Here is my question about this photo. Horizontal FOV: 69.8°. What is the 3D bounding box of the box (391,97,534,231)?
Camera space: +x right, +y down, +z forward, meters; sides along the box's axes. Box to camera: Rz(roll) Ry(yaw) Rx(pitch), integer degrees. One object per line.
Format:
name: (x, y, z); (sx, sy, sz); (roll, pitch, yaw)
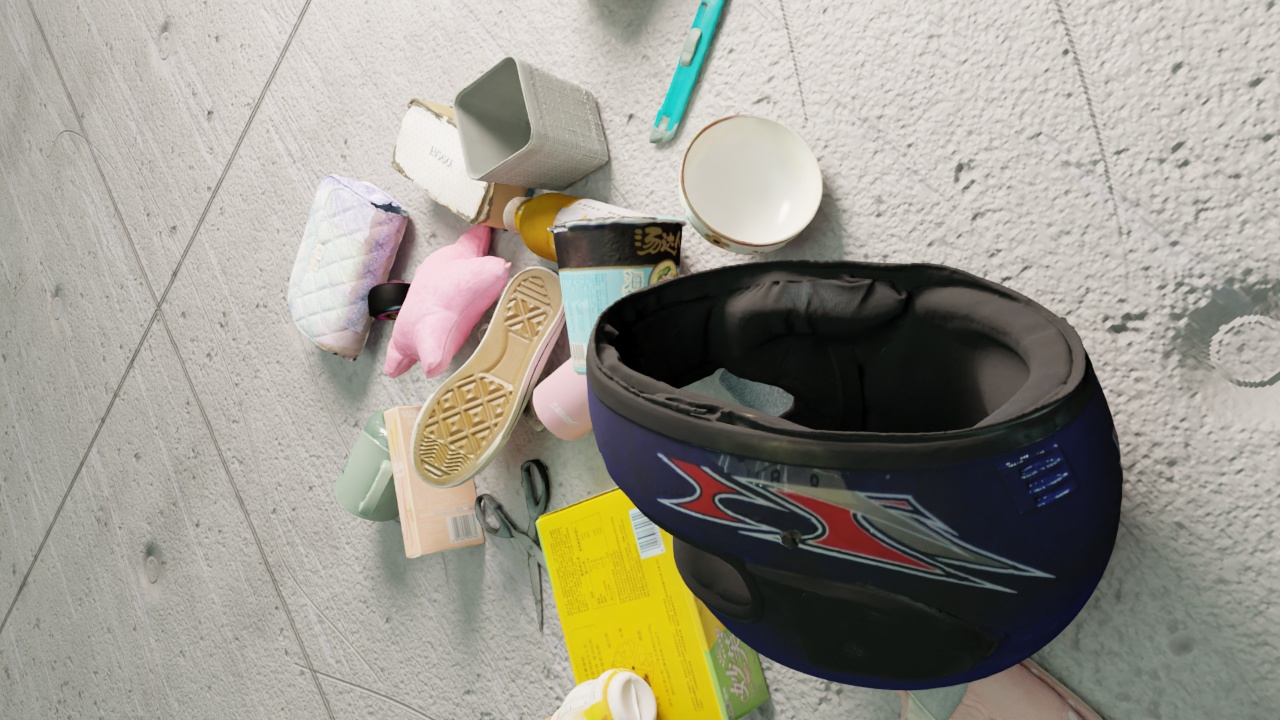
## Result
box: (-0.183, -0.205, 0.966); (0.184, 0.063, 0.090); (38, 114, 30)

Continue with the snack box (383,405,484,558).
snack box: (-0.220, 0.125, 0.978); (0.026, 0.084, 0.157); (-21, 77, 40)

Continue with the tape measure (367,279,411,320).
tape measure: (-0.281, -0.069, 1.044); (0.058, 0.057, 0.039); (-15, 80, 46)

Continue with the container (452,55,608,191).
container: (-0.099, -0.215, 0.864); (0.090, 0.114, 0.090); (-21, 77, 36)

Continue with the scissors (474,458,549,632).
scissors: (-0.111, 0.184, 0.939); (0.181, 0.014, 0.159); (29, 109, 32)

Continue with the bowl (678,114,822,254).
bowl: (0.083, -0.134, 0.740); (0.062, 0.113, 0.113); (116, 140, -74)

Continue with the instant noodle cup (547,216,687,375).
instant noodle cup: (-0.015, -0.049, 0.729); (0.111, 0.111, 0.120); (0, 94, 38)

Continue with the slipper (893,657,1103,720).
slipper: (0.232, 0.245, 0.637); (0.274, 0.054, 0.114); (47, 117, 30)

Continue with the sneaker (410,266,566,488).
sneaker: (-0.139, 0.020, 0.914); (0.118, 0.088, 0.241); (29, 89, 12)

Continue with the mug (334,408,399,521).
mug: (-0.283, 0.120, 1.016); (0.106, 0.082, 0.111); (-57, 15, 20)

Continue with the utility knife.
utility knife: (0.049, -0.283, 0.810); (0.029, 0.013, 0.196); (33, 109, 34)

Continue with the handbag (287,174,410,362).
handbag: (-0.353, -0.114, 1.090); (0.134, 0.075, 0.194); (34, 111, 33)

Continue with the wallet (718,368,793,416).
wallet: (0.125, 0.000, 0.748); (0.097, 0.019, 0.121); (47, 118, 31)

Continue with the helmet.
helmet: (0.127, 0.081, 0.587); (0.316, 0.246, 0.241); (4, 124, 14)

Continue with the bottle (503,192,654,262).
bottle: (-0.053, -0.117, 0.856); (0.190, 0.067, 0.068); (22, 103, 37)

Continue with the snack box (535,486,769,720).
snack box: (0.005, 0.216, 0.808); (0.158, 0.069, 0.210); (-26, 74, 36)

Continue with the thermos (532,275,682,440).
thermos: (-0.005, 0.005, 0.827); (0.199, 0.067, 0.087); (-37, 100, 31)

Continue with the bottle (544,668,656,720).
bottle: (-0.038, 0.297, 0.756); (0.109, 0.063, 0.063); (-36, 68, 33)

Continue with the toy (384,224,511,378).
toy: (-0.197, -0.058, 0.946); (0.179, 0.074, 0.194); (-25, 43, 37)
